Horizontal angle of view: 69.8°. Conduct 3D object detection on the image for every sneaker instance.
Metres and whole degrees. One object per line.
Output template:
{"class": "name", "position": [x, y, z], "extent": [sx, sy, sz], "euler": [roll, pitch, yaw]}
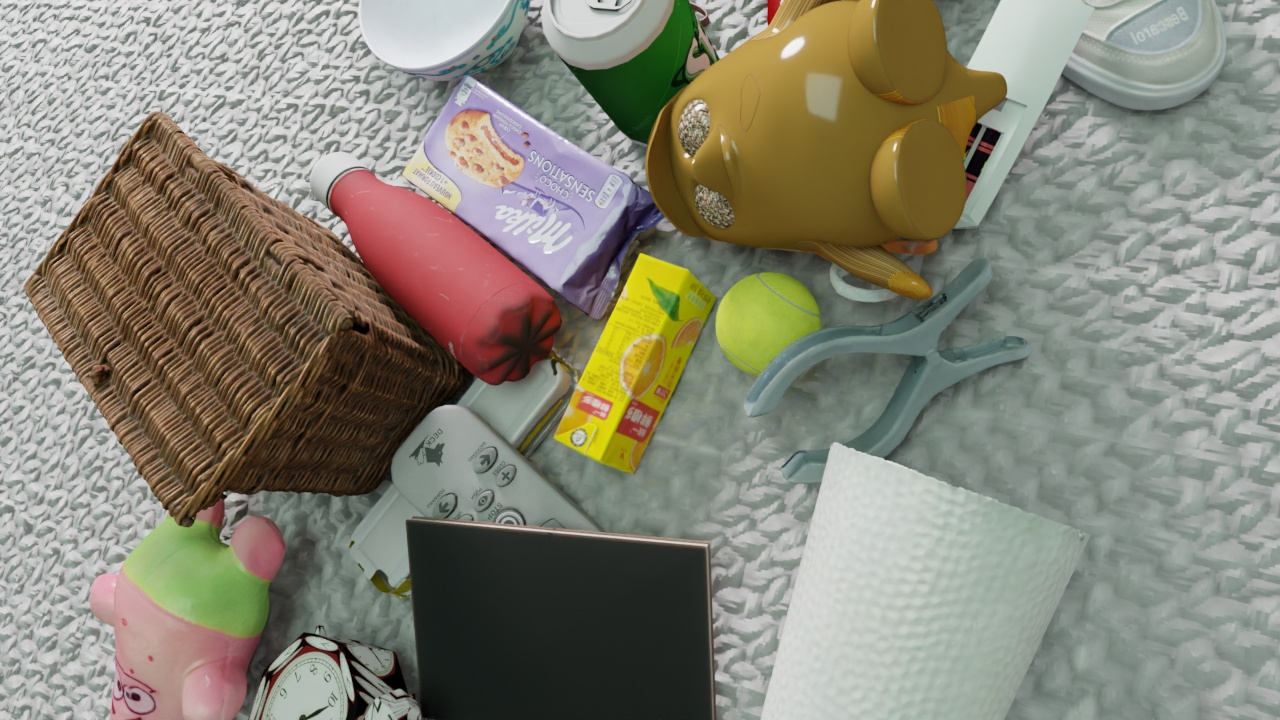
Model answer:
{"class": "sneaker", "position": [0.262, -0.259, 0.546], "extent": [0.090, 0.090, 0.242], "euler": [-26, 69, 13]}

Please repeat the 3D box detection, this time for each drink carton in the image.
{"class": "drink carton", "position": [-0.004, 0.004, 0.604], "extent": [0.043, 0.058, 0.134], "euler": [23, 86, 28]}

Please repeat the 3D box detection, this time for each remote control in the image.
{"class": "remote control", "position": [0.209, -0.147, 0.544], "extent": [0.049, 0.024, 0.143], "euler": [27, 110, 12]}
{"class": "remote control", "position": [-0.098, 0.098, 0.614], "extent": [0.151, 0.019, 0.074], "euler": [41, 93, 7]}

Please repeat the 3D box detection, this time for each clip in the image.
{"class": "clip", "position": [0.131, -0.010, 0.531], "extent": [0.167, 0.028, 0.127], "euler": [-34, 107, 7]}

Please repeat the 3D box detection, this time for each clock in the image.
{"class": "clock", "position": [-0.193, 0.254, 0.611], "extent": [0.155, 0.065, 0.114], "euler": [28, 87, 41]}

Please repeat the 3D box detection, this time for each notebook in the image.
{"class": "notebook", "position": [-0.054, 0.175, 0.580], "extent": [0.209, 0.008, 0.141], "euler": [1, 98, 23]}

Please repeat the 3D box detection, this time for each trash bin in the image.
{"class": "trash bin", "position": [0.137, 0.140, 0.476], "extent": [0.133, 0.133, 0.161], "euler": [19, 89, 25]}

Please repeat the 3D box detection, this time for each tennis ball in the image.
{"class": "tennis ball", "position": [0.080, -0.022, 0.573], "extent": [0.065, 0.065, 0.065], "euler": [-6, 74, 21]}

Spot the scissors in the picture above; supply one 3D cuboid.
{"class": "scissors", "position": [0.115, -0.066, 0.578], "extent": [0.133, 0.012, 0.096], "euler": [6, 44, 23]}

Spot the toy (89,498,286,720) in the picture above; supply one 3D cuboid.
{"class": "toy", "position": [-0.343, 0.213, 0.673], "extent": [0.192, 0.096, 0.237], "euler": [21, 92, 34]}

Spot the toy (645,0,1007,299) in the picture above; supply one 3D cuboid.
{"class": "toy", "position": [0.082, -0.127, 0.537], "extent": [0.204, 0.162, 0.199], "euler": [-1, 103, 49]}

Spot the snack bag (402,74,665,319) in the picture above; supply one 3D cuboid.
{"class": "snack bag", "position": [-0.078, -0.122, 0.670], "extent": [0.205, 0.058, 0.096], "euler": [38, 95, 23]}

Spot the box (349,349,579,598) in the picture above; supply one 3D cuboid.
{"class": "box", "position": [-0.126, 0.074, 0.652], "extent": [0.064, 0.033, 0.209], "euler": [40, 92, 28]}

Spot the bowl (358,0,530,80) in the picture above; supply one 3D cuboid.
{"class": "bowl", "position": [-0.140, -0.277, 0.726], "extent": [0.144, 0.074, 0.143], "euler": [-6, 74, 21]}

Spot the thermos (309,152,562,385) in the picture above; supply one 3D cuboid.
{"class": "thermos", "position": [-0.157, -0.077, 0.650], "extent": [0.240, 0.073, 0.073], "euler": [39, 93, 26]}

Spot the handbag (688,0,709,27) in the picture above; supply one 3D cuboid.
{"class": "handbag", "position": [-0.005, -0.264, 0.696], "extent": [0.120, 0.029, 0.055], "euler": [13, 80, 20]}

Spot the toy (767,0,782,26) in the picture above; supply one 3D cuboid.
{"class": "toy", "position": [0.131, -0.259, 0.592], "extent": [0.158, 0.120, 0.197], "euler": [7, 87, 20]}

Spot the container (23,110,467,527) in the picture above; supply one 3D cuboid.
{"class": "container", "position": [-0.260, -0.017, 0.646], "extent": [0.250, 0.183, 0.162], "euler": [42, 95, 27]}

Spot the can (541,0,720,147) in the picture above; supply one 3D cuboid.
{"class": "can", "position": [-0.001, -0.207, 0.613], "extent": [0.088, 0.140, 0.087], "euler": [-6, 74, 21]}
